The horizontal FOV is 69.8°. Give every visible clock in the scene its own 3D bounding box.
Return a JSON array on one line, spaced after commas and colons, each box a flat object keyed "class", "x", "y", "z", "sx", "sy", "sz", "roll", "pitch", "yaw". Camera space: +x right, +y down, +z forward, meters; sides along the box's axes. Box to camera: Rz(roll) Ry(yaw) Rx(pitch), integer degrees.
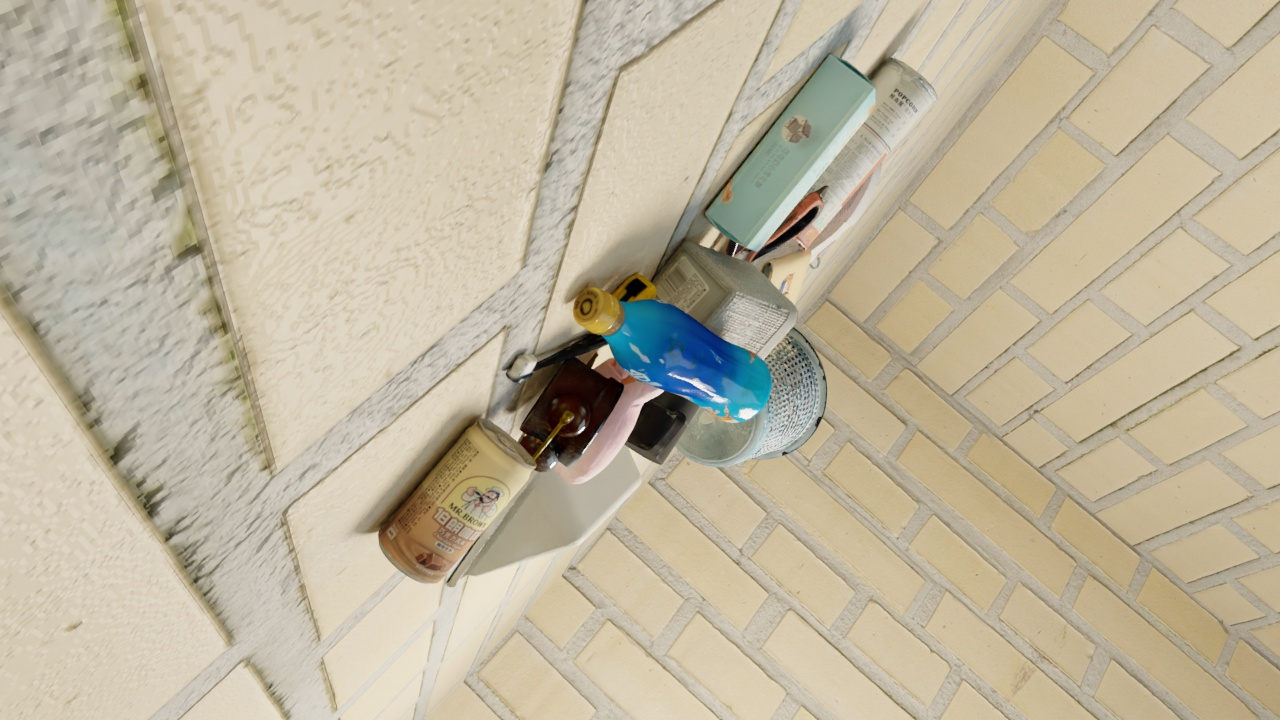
[{"class": "clock", "x": -0.060, "y": 0.046, "z": 0.738, "sx": 0.082, "sy": 0.055, "sz": 0.121, "roll": -52, "pitch": -175, "yaw": 32}]

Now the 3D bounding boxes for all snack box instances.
[{"class": "snack box", "x": 0.133, "y": -0.177, "z": 0.806, "sx": 0.175, "sy": 0.051, "sz": 0.074, "roll": -52, "pitch": 170, "yaw": 12}]

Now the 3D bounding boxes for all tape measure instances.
[{"class": "tape measure", "x": -0.009, "y": -0.043, "z": 0.761, "sx": 0.057, "sy": 0.029, "sz": 0.060, "roll": -47, "pitch": 172, "yaw": -15}]

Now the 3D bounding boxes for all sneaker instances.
[{"class": "sneaker", "x": 0.216, "y": -0.167, "z": 1.135, "sx": 0.090, "sy": 0.089, "sz": 0.243, "roll": -9, "pitch": 146, "yaw": -53}]

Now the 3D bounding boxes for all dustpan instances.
[{"class": "dustpan", "x": -0.114, "y": 0.141, "z": 1.121, "sx": 0.258, "sy": 0.142, "sz": 0.222, "roll": -19, "pitch": -170, "yaw": 34}]

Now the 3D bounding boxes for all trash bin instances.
[{"class": "trash bin", "x": 0.133, "y": 0.055, "z": 1.314, "sx": 0.227, "sy": 0.226, "sz": 0.194, "roll": -53, "pitch": 166, "yaw": 24}]

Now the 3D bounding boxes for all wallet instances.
[{"class": "wallet", "x": 0.156, "y": -0.078, "z": 1.032, "sx": 0.114, "sy": 0.024, "sz": 0.087, "roll": -26, "pitch": 136, "yaw": -57}]

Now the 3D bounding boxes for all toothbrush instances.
[{"class": "toothbrush", "x": -0.057, "y": -0.008, "z": 0.720, "sx": 0.018, "sy": 0.015, "sz": 0.180, "roll": -61, "pitch": 168, "yaw": 18}]

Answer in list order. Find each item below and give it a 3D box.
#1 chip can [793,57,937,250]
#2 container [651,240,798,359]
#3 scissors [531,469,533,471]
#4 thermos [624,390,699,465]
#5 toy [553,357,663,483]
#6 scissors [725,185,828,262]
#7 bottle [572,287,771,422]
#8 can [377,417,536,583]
[{"class": "chip can", "x": 0.227, "y": -0.225, "z": 1.014, "sx": 0.215, "sy": 0.071, "sz": 0.071, "roll": -50, "pitch": 172, "yaw": 9}, {"class": "container", "x": 0.069, "y": -0.048, "z": 0.846, "sx": 0.090, "sy": 0.090, "sz": 0.114, "roll": -51, "pitch": 148, "yaw": 17}, {"class": "scissors", "x": -0.126, "y": 0.104, "z": 0.891, "sx": 0.159, "sy": 0.014, "sz": 0.180, "roll": -53, "pitch": 169, "yaw": 12}, {"class": "thermos", "x": 0.067, "y": 0.001, "z": 1.025, "sx": 0.242, "sy": 0.068, "sz": 0.090, "roll": -59, "pitch": -157, "yaw": -11}, {"class": "toy", "x": -0.030, "y": 0.040, "z": 0.837, "sx": 0.160, "sy": 0.054, "sz": 0.121, "roll": -47, "pitch": -153, "yaw": 14}, {"class": "scissors", "x": 0.108, "y": -0.116, "z": 0.957, "sx": 0.188, "sy": 0.015, "sz": 0.228, "roll": -20, "pitch": 150, "yaw": -32}, {"class": "bottle", "x": 0.028, "y": -0.007, "z": 0.729, "sx": 0.065, "sy": 0.065, "sz": 0.218, "roll": -50, "pitch": 140, "yaw": 10}, {"class": "can", "x": -0.134, "y": 0.103, "z": 0.669, "sx": 0.116, "sy": 0.058, "sz": 0.058, "roll": -49, "pitch": 172, "yaw": 2}]
